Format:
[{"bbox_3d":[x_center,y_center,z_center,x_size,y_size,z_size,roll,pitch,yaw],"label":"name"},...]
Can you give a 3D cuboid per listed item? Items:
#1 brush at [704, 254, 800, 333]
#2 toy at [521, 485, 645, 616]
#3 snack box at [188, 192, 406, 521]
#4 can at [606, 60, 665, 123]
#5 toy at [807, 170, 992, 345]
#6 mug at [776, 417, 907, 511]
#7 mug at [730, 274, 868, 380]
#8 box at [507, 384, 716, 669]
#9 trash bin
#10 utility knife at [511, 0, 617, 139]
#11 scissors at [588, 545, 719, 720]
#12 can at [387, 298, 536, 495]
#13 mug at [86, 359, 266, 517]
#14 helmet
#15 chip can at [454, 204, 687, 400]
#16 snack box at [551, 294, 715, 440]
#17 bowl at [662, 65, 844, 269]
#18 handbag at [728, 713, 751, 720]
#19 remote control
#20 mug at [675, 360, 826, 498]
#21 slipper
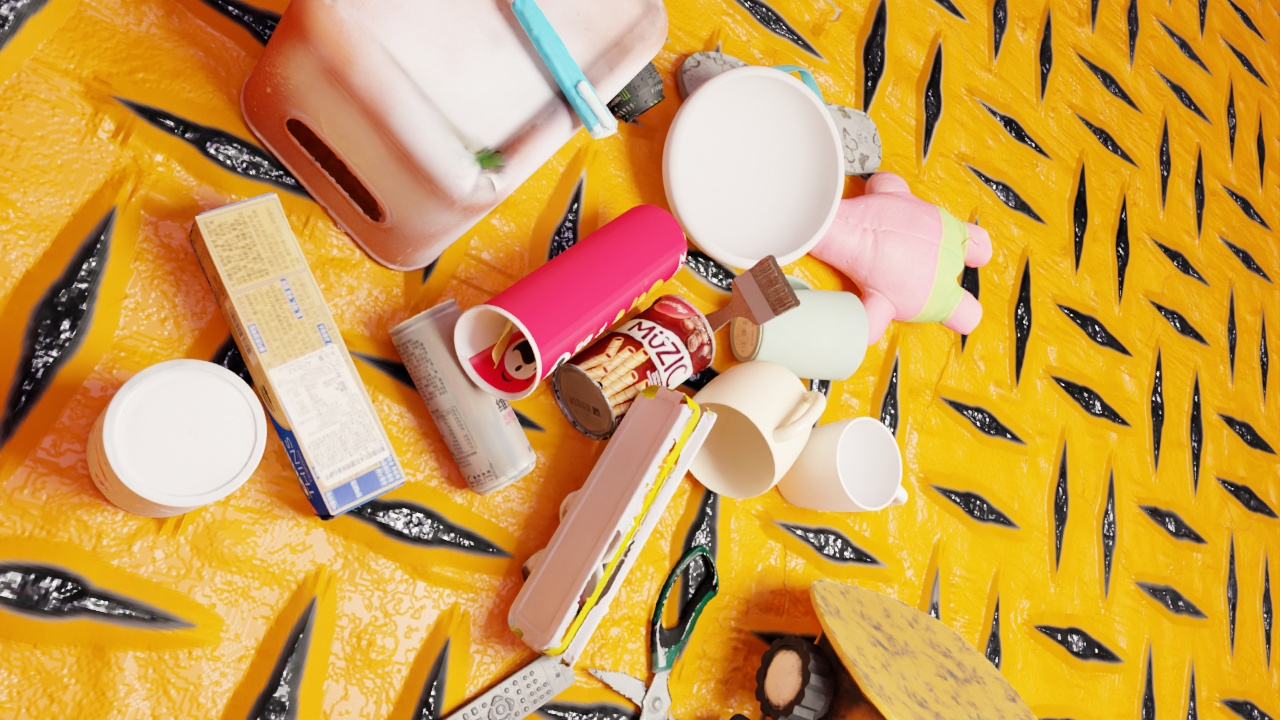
[{"bbox_3d":[0.074,-0.038,0.754,0.008,0.143,0.045,-29,88,-36],"label":"brush"},{"bbox_3d":[-0.035,0.133,0.708,0.079,0.038,0.122,42,69,-23],"label":"toy"},{"bbox_3d":[-0.224,0.000,0.600,0.056,0.057,0.207,-25,95,-32],"label":"snack box"},{"bbox_3d":[-0.032,-0.275,0.788,0.053,0.054,0.137,-40,103,-33],"label":"can"},{"bbox_3d":[0.240,-0.111,0.920,0.236,0.097,0.191,17,73,-15],"label":"toy"},{"bbox_3d":[0.187,0.105,0.834,0.114,0.088,0.080,33,63,-24],"label":"mug"},{"bbox_3d":[0.137,-0.036,0.843,0.104,0.084,0.111,3,50,-22],"label":"mug"},{"bbox_3d":[-0.014,0.118,0.660,0.070,0.067,0.210,34,79,-15],"label":"box"},{"bbox_3d":[-0.123,-0.214,0.652,0.181,0.158,0.259,49,59,-16],"label":"trash bin"},{"bbox_3d":[-0.068,-0.219,0.584,0.022,0.015,0.176,-42,105,-34],"label":"utility knife"},{"bbox_3d":[0.048,0.270,0.750,0.203,0.015,0.201,44,59,-20],"label":"scissors"},{"bbox_3d":[-0.126,0.027,0.660,0.054,0.054,0.135,-30,97,-35],"label":"can"},{"bbox_3d":[-0.268,0.047,0.528,0.082,0.106,0.082,8,76,-33],"label":"mug"},{"bbox_3d":[0.211,0.305,0.771,0.255,0.205,0.131,27,108,-23],"label":"helmet"},{"bbox_3d":[-0.043,-0.052,0.691,0.069,0.069,0.219,59,40,-9],"label":"chip can"},{"bbox_3d":[-0.004,0.004,0.737,0.121,0.072,0.072,-35,100,-34],"label":"snack box"},{"bbox_3d":[0.094,-0.170,0.831,0.176,0.066,0.176,-2,96,-22],"label":"bowl"},{"bbox_3d":[0.098,0.371,0.691,0.125,0.115,0.153,40,71,-28],"label":"handbag"},{"bbox_3d":[-0.105,0.250,0.651,0.136,0.013,0.033,-26,95,-35],"label":"remote control"},{"bbox_3d":[0.103,0.048,0.770,0.099,0.120,0.096,-40,108,-44],"label":"mug"},{"bbox_3d":[0.156,-0.238,0.910,0.268,0.055,0.098,9,77,-34],"label":"slipper"}]
